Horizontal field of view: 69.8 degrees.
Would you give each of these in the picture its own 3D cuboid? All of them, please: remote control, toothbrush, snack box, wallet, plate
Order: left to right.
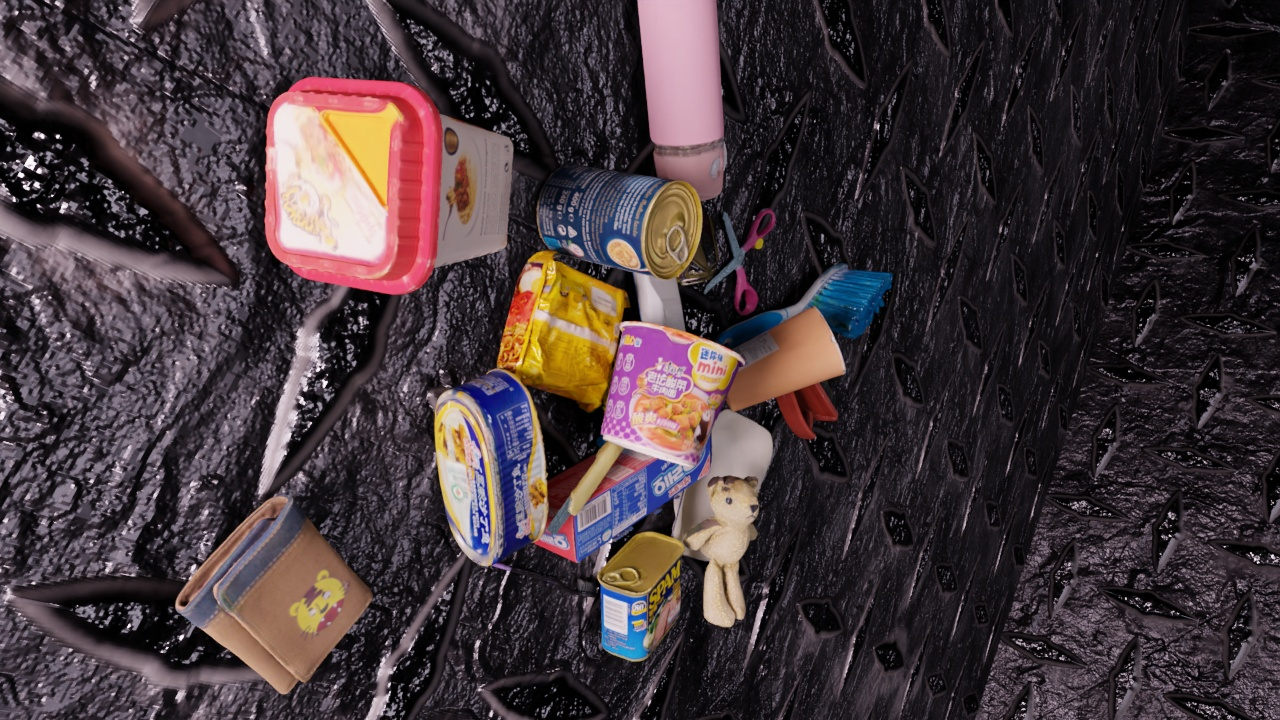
[{"bbox_3d":[-0.231,0.154,0.593,0.090,0.033,0.115,-52,142,-30],"label":"wallet"},{"bbox_3d":[-0.089,0.189,0.811,0.189,0.014,0.016,36,65,-52],"label":"toothbrush"},{"bbox_3d":[-0.011,0.111,0.851,0.206,0.058,0.057,-26,122,-46],"label":"snack box"},{"bbox_3d":[0.019,-0.050,0.838,0.048,0.024,0.125,-11,91,-53],"label":"remote control"},{"bbox_3d":[0.082,0.137,1.008,0.164,0.034,0.163,29,79,-53],"label":"plate"}]

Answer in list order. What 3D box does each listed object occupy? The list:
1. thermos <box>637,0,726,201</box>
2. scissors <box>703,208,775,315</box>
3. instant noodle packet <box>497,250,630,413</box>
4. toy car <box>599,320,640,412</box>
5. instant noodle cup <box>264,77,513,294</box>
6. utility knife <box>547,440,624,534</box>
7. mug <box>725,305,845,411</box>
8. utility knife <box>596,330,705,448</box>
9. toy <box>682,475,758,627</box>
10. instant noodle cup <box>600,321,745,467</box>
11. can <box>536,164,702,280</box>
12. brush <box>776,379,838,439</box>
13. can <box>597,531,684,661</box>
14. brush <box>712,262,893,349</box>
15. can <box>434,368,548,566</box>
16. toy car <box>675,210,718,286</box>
[{"bbox_3d":[0.043,-0.241,0.792,0.087,0.067,0.199,-35,127,-42],"label":"thermos"},{"bbox_3d":[0.107,-0.107,0.973,0.133,0.017,0.134,-45,135,-29],"label":"scissors"},{"bbox_3d":[-0.060,-0.021,0.751,0.128,0.044,0.110,25,80,-57],"label":"instant noodle packet"},{"bbox_3d":[-0.005,0.005,0.845,0.105,0.032,0.048,-51,138,-32],"label":"toy car"},{"bbox_3d":[-0.145,-0.105,0.558,0.124,0.116,0.117,-20,118,-63],"label":"instant noodle cup"},{"bbox_3d":[-0.031,0.087,0.776,0.182,0.019,0.031,-58,151,-50],"label":"utility knife"},{"bbox_3d":[0.139,0.003,0.949,0.123,0.078,0.078,-24,131,1],"label":"mug"},{"bbox_3d":[0.018,0.022,0.889,0.181,0.018,0.034,-46,174,-37],"label":"utility knife"},{"bbox_3d":[0.093,0.198,0.958,0.105,0.066,0.157,1,94,-36],"label":"toy"},{"bbox_3d":[0.020,0.030,0.757,0.111,0.112,0.099,29,78,-54],"label":"instant noodle cup"},{"bbox_3d":[-0.018,-0.110,0.718,0.075,0.111,0.075,-27,125,-47],"label":"can"},{"bbox_3d":[0.184,0.035,1.085,0.146,0.063,0.069,52,47,-47],"label":"brush"},{"bbox_3d":[0.002,0.232,0.905,0.101,0.057,0.083,-36,131,-54],"label":"can"},{"bbox_3d":[0.195,-0.052,1.058,0.313,0.109,0.061,-38,146,-50],"label":"brush"},{"bbox_3d":[-0.112,0.082,0.690,0.049,0.075,0.148,-25,124,-43],"label":"can"},{"bbox_3d":[0.046,-0.102,0.810,0.158,0.042,0.070,-41,120,-81],"label":"toy car"}]
